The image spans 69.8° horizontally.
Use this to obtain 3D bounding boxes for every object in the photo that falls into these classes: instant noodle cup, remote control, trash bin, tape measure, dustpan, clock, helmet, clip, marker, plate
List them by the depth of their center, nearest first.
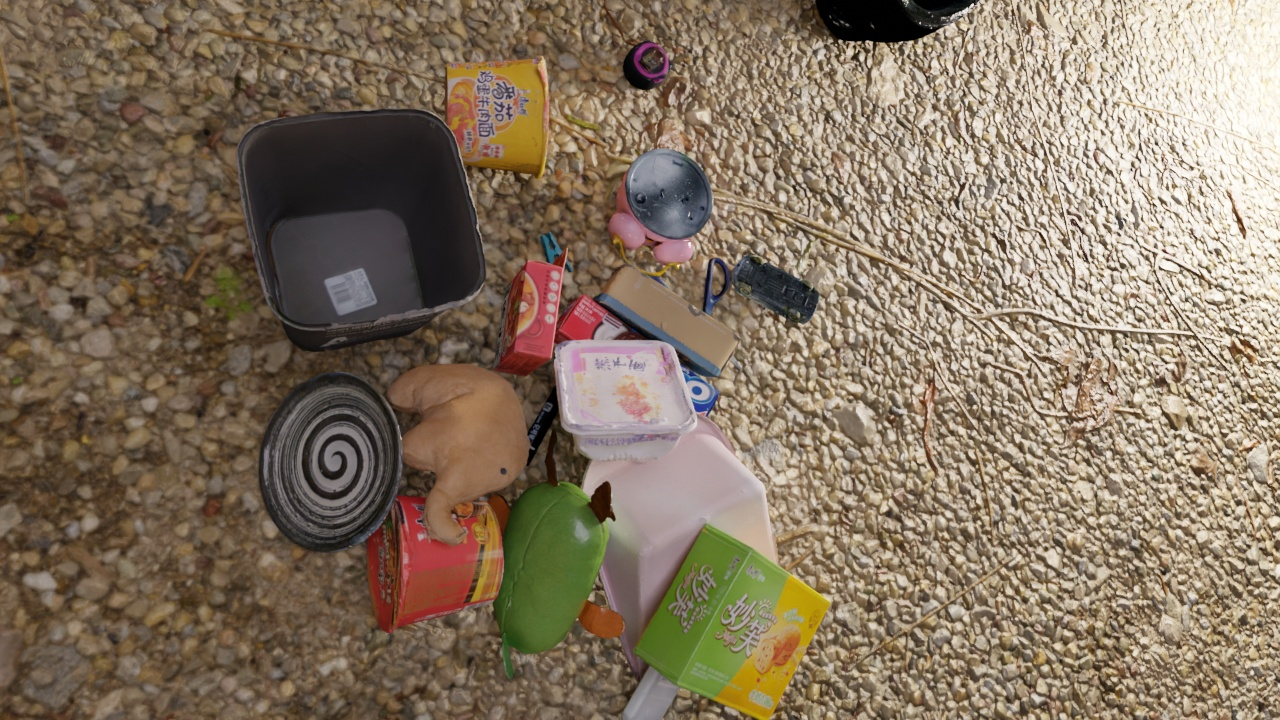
[{"bbox_3d":[-0.282,-0.109,0.910,0.198,0.220,0.198,-12,83,-24],"label":"trash bin"},{"bbox_3d":[-0.305,0.102,0.915,0.180,0.024,0.179,-4,80,23],"label":"plate"},{"bbox_3d":[-0.208,0.201,0.931,0.108,0.138,0.137,1,79,-30],"label":"instant noodle cup"},{"bbox_3d":[-0.022,0.045,0.977,0.138,0.173,0.060,0,120,-9],"label":"instant noodle cup"},{"bbox_3d":[0.029,0.347,1.021,0.056,0.020,0.136,32,88,-45],"label":"remote control"},{"bbox_3d":[-0.167,-0.278,1.042,0.109,0.138,0.138,0,79,-14],"label":"instant noodle cup"},{"bbox_3d":[-0.106,0.062,1.055,0.022,0.020,0.131,47,62,-39],"label":"marker"},{"bbox_3d":[0.043,0.196,1.058,0.222,0.139,0.274,-23,129,-26],"label":"dustpan"},{"bbox_3d":[-0.104,-0.126,1.096,0.038,0.013,0.055,-25,89,-24],"label":"clip"},{"bbox_3d":[0.021,-0.179,1.132,0.117,0.060,0.158,20,71,-18],"label":"clock"},{"bbox_3d":[0.009,-0.379,1.177,0.057,0.039,0.057,45,67,-8],"label":"tape measure"},{"bbox_3d":[0.344,-0.567,1.244,0.233,0.231,0.274,5,78,-36],"label":"helmet"}]

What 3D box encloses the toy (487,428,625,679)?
[{"bbox_3d":[-0.093,0.203,0.950,0.089,0.227,0.247,3,117,-45],"label":"toy"}]

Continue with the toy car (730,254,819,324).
[{"bbox_3d":[0.173,-0.091,1.187,0.120,0.037,0.054,28,71,-4],"label":"toy car"}]

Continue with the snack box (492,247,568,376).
[{"bbox_3d":[-0.124,-0.055,1.019,0.044,0.113,0.127,12,75,-18],"label":"snack box"}]

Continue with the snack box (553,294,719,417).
[{"bbox_3d":[-0.006,0.006,1.084,0.207,0.058,0.057,36,72,-12],"label":"snack box"}]

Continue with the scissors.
[{"bbox_3d":[0.073,-0.057,1.153,0.176,0.012,0.162,34,70,-14],"label":"scissors"}]

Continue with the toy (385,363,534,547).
[{"bbox_3d":[-0.179,0.085,0.935,0.143,0.083,0.225,-6,41,-17],"label":"toy"}]

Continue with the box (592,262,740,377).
[{"bbox_3d":[0.024,-0.049,1.083,0.184,0.090,0.059,31,83,-7],"label":"box"}]

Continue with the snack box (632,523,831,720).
[{"bbox_3d":[0.106,0.290,0.999,0.210,0.070,0.157,40,77,-45],"label":"snack box"}]
